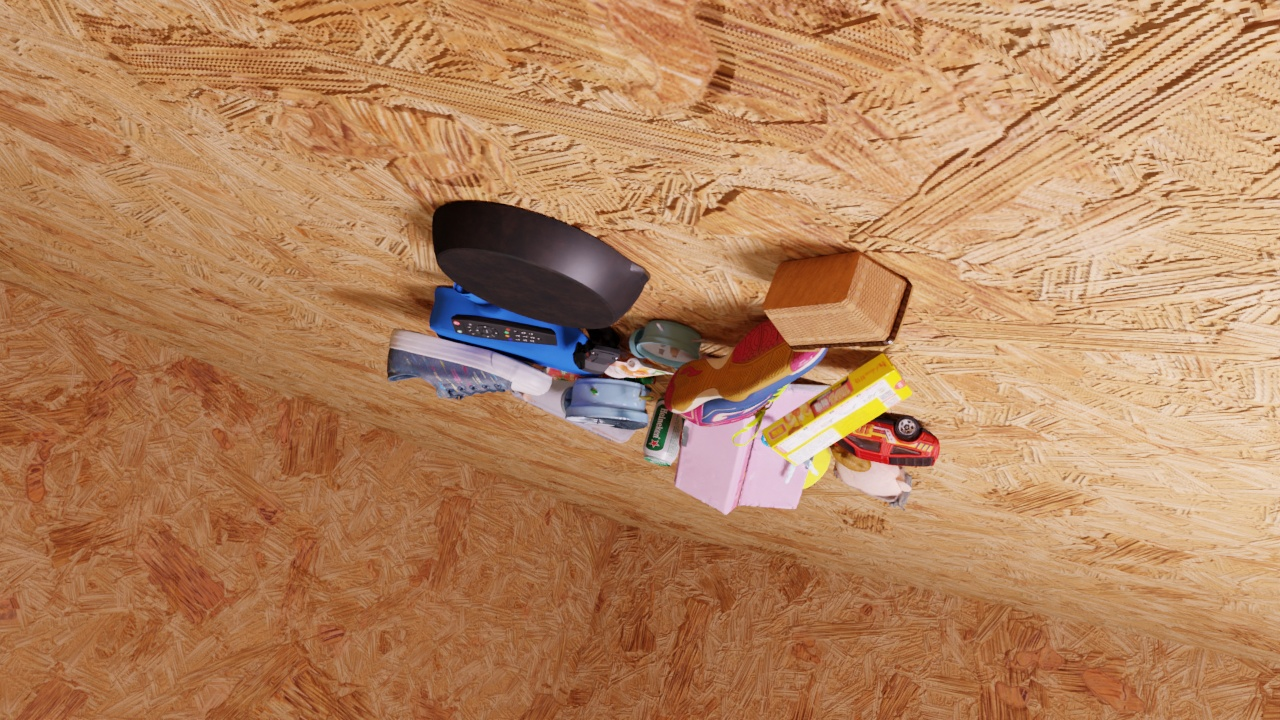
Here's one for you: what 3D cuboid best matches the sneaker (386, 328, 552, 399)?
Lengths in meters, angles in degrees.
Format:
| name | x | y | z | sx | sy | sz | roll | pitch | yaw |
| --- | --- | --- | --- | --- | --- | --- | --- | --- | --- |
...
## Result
| name | x | y | z | sx | sy | sz | roll | pitch | yaw |
| --- | --- | --- | --- | --- | --- | --- | --- | --- | --- |
| sneaker | -0.239 | 0.021 | 1.260 | 0.235 | 0.079 | 0.087 | 14 | 174 | 7 |

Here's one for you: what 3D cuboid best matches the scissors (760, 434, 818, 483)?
| name | x | y | z | sx | sy | sz | roll | pitch | yaw |
| --- | --- | --- | --- | --- | --- | --- | --- | --- | --- |
| scissors | 0.208 | 0.110 | 1.143 | 0.110 | 0.015 | 0.132 | -28 | 130 | 13 |

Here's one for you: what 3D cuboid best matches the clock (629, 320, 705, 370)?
| name | x | y | z | sx | sy | sz | roll | pitch | yaw |
| --- | --- | --- | --- | --- | --- | --- | --- | --- | --- |
| clock | 0.030 | -0.012 | 1.080 | 0.087 | 0.042 | 0.123 | 19 | 164 | -8 |

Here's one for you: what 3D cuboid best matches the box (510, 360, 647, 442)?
| name | x | y | z | sx | sy | sz | roll | pitch | yaw |
| --- | --- | --- | --- | --- | --- | --- | --- | --- | --- |
| box | -0.093 | 0.055 | 1.431 | 0.216 | 0.094 | 0.108 | 28 | 138 | -35 |

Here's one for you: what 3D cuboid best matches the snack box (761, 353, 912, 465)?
| name | x | y | z | sx | sy | sz | roll | pitch | yaw |
| --- | --- | --- | --- | --- | --- | --- | --- | --- | --- |
| snack box | 0.210 | 0.055 | 0.976 | 0.152 | 0.025 | 0.075 | -35 | 145 | 15 |

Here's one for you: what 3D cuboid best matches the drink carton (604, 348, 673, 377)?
| name | x | y | z | sx | sy | sz | roll | pitch | yaw |
| --- | --- | --- | --- | --- | --- | --- | --- | --- | --- |
| drink carton | -0.007 | 0.007 | 1.151 | 0.069 | 0.039 | 0.122 | 13 | 178 | -24 |

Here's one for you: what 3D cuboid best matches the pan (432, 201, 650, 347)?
| name | x | y | z | sx | sy | sz | roll | pitch | yaw |
| --- | --- | --- | --- | --- | --- | --- | --- | --- | --- |
| pan | -0.093 | -0.068 | 1.008 | 0.249 | 0.043 | 0.356 | 11 | 164 | 21 |

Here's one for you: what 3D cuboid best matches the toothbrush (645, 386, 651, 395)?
| name | x | y | z | sx | sy | sz | roll | pitch | yaw |
| --- | --- | --- | --- | --- | --- | --- | --- | --- | --- |
| toothbrush | -0.044 | 0.028 | 1.362 | 0.132 | 0.016 | 0.021 | 21 | 161 | -16 |

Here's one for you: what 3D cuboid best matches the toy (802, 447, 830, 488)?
| name | x | y | z | sx | sy | sz | roll | pitch | yaw |
| --- | --- | --- | --- | --- | --- | --- | --- | --- | --- |
| toy | 0.211 | 0.140 | 1.242 | 0.095 | 0.041 | 0.094 | 18 | 123 | -29 |

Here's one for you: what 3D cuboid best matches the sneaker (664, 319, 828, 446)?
| name | x | y | z | sx | sy | sz | roll | pitch | yaw |
| --- | --- | --- | --- | --- | --- | --- | --- | --- | --- |
| sneaker | 0.126 | 0.017 | 0.972 | 0.091 | 0.116 | 0.242 | 32 | 151 | -21 |

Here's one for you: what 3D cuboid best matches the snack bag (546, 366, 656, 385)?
| name | x | y | z | sx | sy | sz | roll | pitch | yaw |
| --- | --- | --- | --- | --- | --- | --- | --- | --- | --- |
| snack bag | -0.054 | 0.015 | 1.300 | 0.155 | 0.044 | 0.087 | 8 | 164 | 8 |

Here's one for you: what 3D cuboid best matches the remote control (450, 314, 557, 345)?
| name | x | y | z | sx | sy | sz | roll | pitch | yaw |
| --- | --- | --- | --- | --- | --- | --- | --- | --- | --- |
| remote control | -0.159 | -0.035 | 1.081 | 0.125 | 0.010 | 0.039 | 8 | 153 | 4 |

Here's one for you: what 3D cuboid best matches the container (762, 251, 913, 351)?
| name | x | y | z | sx | sy | sz | roll | pitch | yaw |
| --- | --- | --- | --- | --- | --- | --- | --- | --- | --- |
| container | 0.159 | -0.050 | 0.769 | 0.061 | 0.063 | 0.114 | 35 | 158 | -32 |

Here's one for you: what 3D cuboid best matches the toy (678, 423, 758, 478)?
| name | x | y | z | sx | sy | sz | roll | pitch | yaw |
| --- | --- | --- | --- | --- | --- | --- | --- | --- | --- |
| toy | 0.149 | 0.121 | 1.305 | 0.216 | 0.098 | 0.148 | 23 | 127 | -28 |

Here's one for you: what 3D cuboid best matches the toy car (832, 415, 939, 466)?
| name | x | y | z | sx | sy | sz | roll | pitch | yaw |
| --- | --- | --- | --- | --- | --- | --- | --- | --- | --- |
| toy car | 0.285 | 0.094 | 1.171 | 0.189 | 0.056 | 0.081 | 14 | 164 | 20 |

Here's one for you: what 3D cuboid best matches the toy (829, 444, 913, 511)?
| name | x | y | z | sx | sy | sz | roll | pitch | yaw |
| --- | --- | --- | --- | --- | --- | --- | --- | --- | --- |
| toy | 0.314 | 0.143 | 1.277 | 0.133 | 0.076 | 0.176 | 24 | 174 | 35 |

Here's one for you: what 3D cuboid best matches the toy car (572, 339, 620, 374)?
| name | x | y | z | sx | sy | sz | roll | pitch | yaw |
| --- | --- | --- | --- | --- | --- | --- | --- | --- | --- |
| toy car | -0.054 | -0.002 | 1.114 | 0.042 | 0.036 | 0.092 | 13 | 174 | -18 |

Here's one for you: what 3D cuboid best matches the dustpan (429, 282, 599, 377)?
| name | x | y | z | sx | sy | sz | roll | pitch | yaw |
| --- | --- | --- | --- | --- | --- | --- | --- | --- | --- |
| dustpan | -0.186 | -0.047 | 1.160 | 0.246 | 0.059 | 0.257 | 14 | 175 | 10 |

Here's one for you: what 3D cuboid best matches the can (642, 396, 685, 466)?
| name | x | y | z | sx | sy | sz | roll | pitch | yaw |
| --- | --- | --- | --- | --- | --- | --- | --- | --- | --- |
| can | 0.039 | 0.105 | 1.385 | 0.053 | 0.101 | 0.053 | 16 | 166 | 4 |

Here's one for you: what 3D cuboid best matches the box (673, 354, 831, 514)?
| name | x | y | z | sx | sy | sz | roll | pitch | yaw |
| --- | --- | --- | --- | --- | --- | --- | --- | --- | --- |
| box | 0.136 | 0.109 | 1.169 | 0.179 | 0.059 | 0.233 | 14 | 132 | 10 |

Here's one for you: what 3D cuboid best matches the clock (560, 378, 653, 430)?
| name | x | y | z | sx | sy | sz | roll | pitch | yaw |
| --- | --- | --- | --- | --- | --- | --- | --- | --- | --- |
| clock | -0.051 | 0.064 | 1.299 | 0.118 | 0.060 | 0.162 | 9 | 170 | -21 |
